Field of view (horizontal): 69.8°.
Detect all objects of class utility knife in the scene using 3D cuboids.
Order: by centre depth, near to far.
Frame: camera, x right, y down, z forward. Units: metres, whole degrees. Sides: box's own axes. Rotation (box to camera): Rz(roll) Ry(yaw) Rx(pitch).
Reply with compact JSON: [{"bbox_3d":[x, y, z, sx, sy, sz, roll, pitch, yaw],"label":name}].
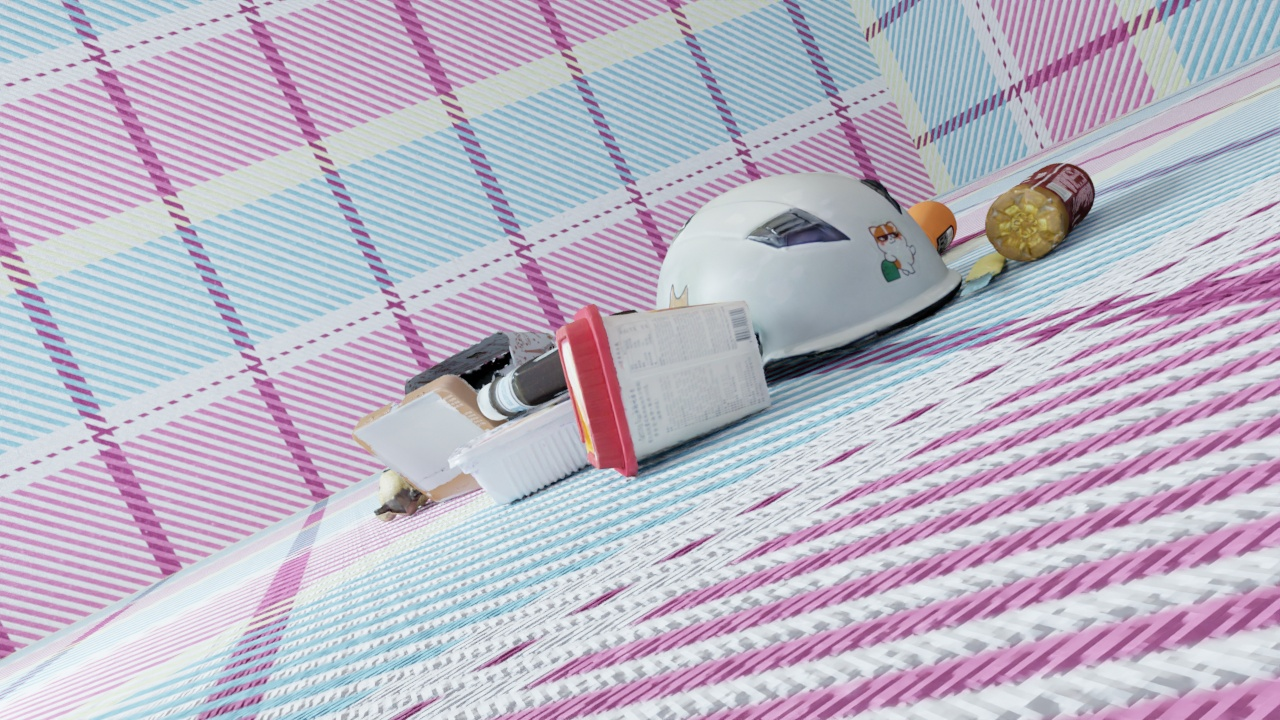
[{"bbox_3d":[0.264,-0.070,0.710,0.031,0.022,0.215,-25,-4,27],"label":"utility knife"}]

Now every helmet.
[{"bbox_3d":[0.119,-0.079,0.783,0.229,0.157,0.275,-28,4,-30],"label":"helmet"}]

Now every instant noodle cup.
[{"bbox_3d":[0.015,0.011,0.635,0.124,0.116,0.116,-14,1,-9],"label":"instant noodle cup"},{"bbox_3d":[-0.072,0.066,0.790,0.173,0.060,0.138,-25,3,-5],"label":"instant noodle cup"}]

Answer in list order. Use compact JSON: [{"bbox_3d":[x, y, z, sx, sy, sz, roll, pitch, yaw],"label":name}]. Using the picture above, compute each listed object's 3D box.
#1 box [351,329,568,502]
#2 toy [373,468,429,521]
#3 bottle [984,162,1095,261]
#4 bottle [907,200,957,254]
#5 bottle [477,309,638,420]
[{"bbox_3d":[-0.193,0.065,0.966,0.183,0.152,0.174,-24,-15,34],"label":"box"},{"bbox_3d":[-0.275,0.143,1.087,0.105,0.066,0.157,-31,10,-2],"label":"toy"},{"bbox_3d":[0.335,-0.128,0.754,0.058,0.057,0.174,-23,4,40],"label":"bottle"},{"bbox_3d":[0.331,-0.142,1.088,0.067,0.067,0.149,-24,11,37],"label":"bottle"},{"bbox_3d":[-0.075,0.011,0.785,0.079,0.044,0.195,-27,2,-44],"label":"bottle"}]
